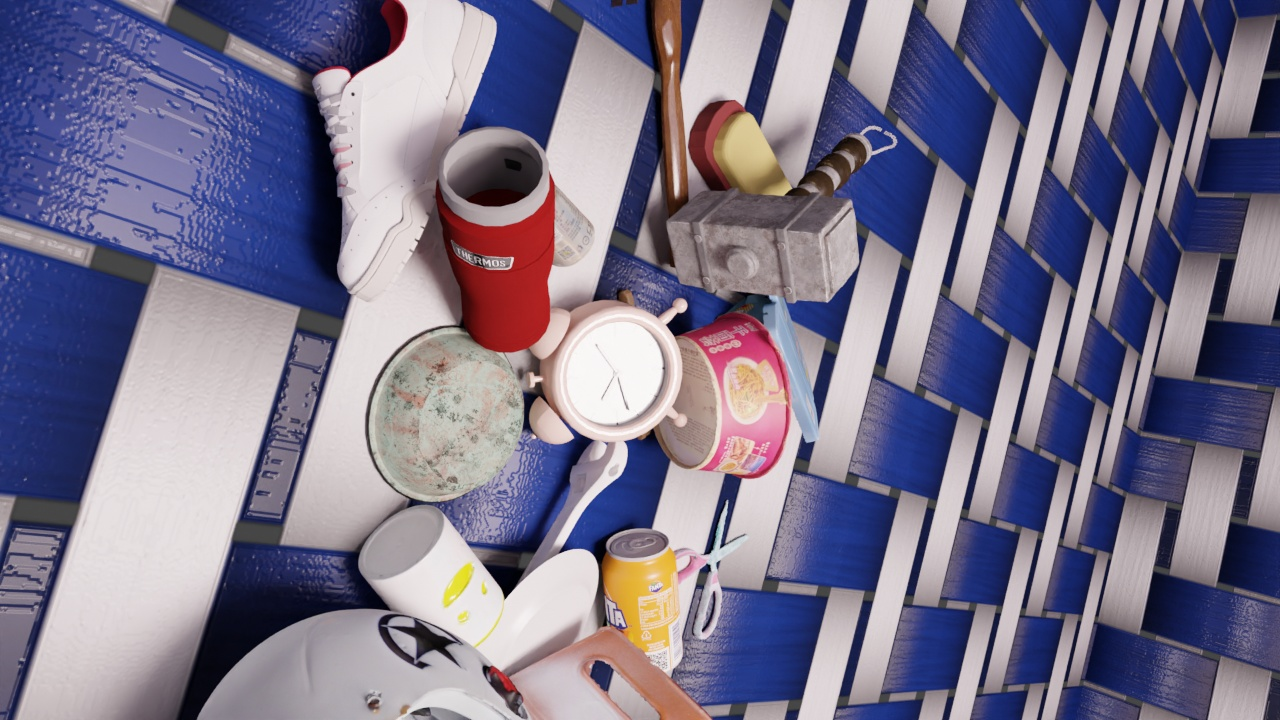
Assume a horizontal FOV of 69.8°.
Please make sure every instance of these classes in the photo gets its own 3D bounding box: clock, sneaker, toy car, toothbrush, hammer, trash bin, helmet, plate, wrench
[{"bbox_3d":[-0.034,0.008,0.887,0.160,0.086,0.131,-8,105,-27],"label":"clock"},{"bbox_3d":[-0.197,-0.168,0.683,0.104,0.090,0.236,21,91,-25],"label":"sneaker"},{"bbox_3d":[0.125,-0.040,1.081,0.107,0.028,0.060,-39,125,-34],"label":"toy car"},{"bbox_3d":[-0.006,0.006,0.962,0.016,0.016,0.167,-25,117,-40],"label":"toothbrush"},{"bbox_3d":[0.031,-0.255,0.934,0.115,0.033,0.323,-23,115,-44],"label":"hammer"},{"bbox_3d":[-0.058,0.406,0.840,0.157,0.181,0.260,-11,124,-43],"label":"trash bin"},{"bbox_3d":[-0.207,0.289,0.695,0.237,0.163,0.264,-48,133,9],"label":"helmet"},{"bbox_3d":[-0.096,0.267,0.875,0.188,0.016,0.189,-39,145,-36],"label":"plate"},{"bbox_3d":[-0.092,0.190,0.882,0.018,0.066,0.273,37,75,-26],"label":"wrench"},{"bbox_3d":[0.182,-0.178,0.978,0.325,0.177,0.079,-45,133,-39],"label":"hammer"}]

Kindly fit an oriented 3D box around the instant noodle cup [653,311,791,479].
[{"bbox_3d":[0.072,0.040,0.952,0.077,0.179,0.179,-6,103,-29],"label":"instant noodle cup"}]

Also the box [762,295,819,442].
[{"bbox_3d":[0.181,-0.007,1.094,0.209,0.021,0.125,62,26,-43],"label":"box"}]

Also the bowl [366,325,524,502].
[{"bbox_3d":[-0.157,0.051,0.794,0.157,0.039,0.157,-12,107,-45],"label":"bowl"}]

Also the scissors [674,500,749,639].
[{"bbox_3d":[0.081,0.261,1.113,0.170,0.014,0.173,-21,112,-46],"label":"scissors"}]

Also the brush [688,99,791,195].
[{"bbox_3d":[0.119,-0.210,1.028,0.082,0.042,0.173,-58,134,-21],"label":"brush"}]

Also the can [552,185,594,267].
[{"bbox_3d":[-0.097,-0.139,0.805,0.135,0.054,0.054,43,67,-42],"label":"can"}]

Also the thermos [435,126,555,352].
[{"bbox_3d":[-0.105,-0.096,0.720,0.199,0.084,0.107,100,6,-62],"label":"thermos"}]

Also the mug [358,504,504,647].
[{"bbox_3d":[-0.175,0.186,0.773,0.082,0.083,0.106,-48,128,-29],"label":"mug"}]

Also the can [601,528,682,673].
[{"bbox_3d":[0.002,0.259,0.978,0.078,0.079,0.142,-20,113,-43],"label":"can"}]
